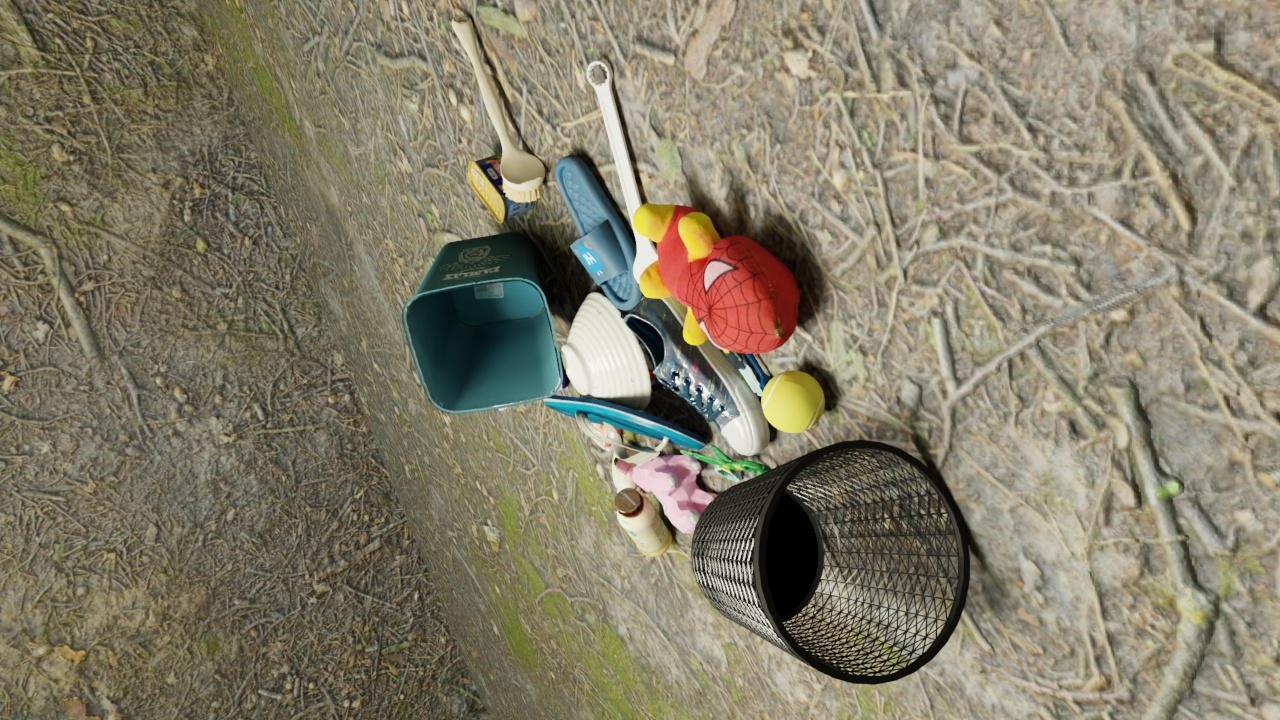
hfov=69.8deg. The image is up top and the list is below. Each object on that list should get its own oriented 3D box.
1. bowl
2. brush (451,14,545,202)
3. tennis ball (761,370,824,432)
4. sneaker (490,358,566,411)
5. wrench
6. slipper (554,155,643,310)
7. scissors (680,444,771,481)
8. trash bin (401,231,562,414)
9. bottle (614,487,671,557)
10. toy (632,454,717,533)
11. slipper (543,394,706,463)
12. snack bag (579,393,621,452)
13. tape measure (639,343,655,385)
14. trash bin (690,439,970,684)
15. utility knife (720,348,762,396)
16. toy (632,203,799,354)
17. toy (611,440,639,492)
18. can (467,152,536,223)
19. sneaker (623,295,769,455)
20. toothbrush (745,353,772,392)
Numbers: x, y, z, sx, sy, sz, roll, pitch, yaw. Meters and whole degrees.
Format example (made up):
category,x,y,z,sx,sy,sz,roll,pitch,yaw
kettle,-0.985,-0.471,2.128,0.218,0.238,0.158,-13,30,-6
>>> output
category,x,y,z,sx,sy,sz,roll,pitch,yaw
bowl,-0.061,0.000,1.259,0.177,0.070,0.178,49,154,35
brush,-0.199,-0.346,1.261,0.077,0.061,0.272,-20,93,59
tennis ball,0.159,0.043,0.958,0.065,0.065,0.065,42,147,36
sneaker,-0.217,0.036,1.566,0.245,0.111,0.092,-16,100,63
wrench,-0.015,-0.213,1.078,0.047,0.009,0.273,-3,113,31
slipper,-0.062,-0.159,1.176,0.213,0.059,0.104,64,156,1
scissors,0.109,0.129,1.132,0.126,0.011,0.131,14,160,19
trash bin,-0.220,-0.069,1.332,0.218,0.196,0.199,-99,0,-59
bottle,0.002,0.240,1.370,0.056,0.056,0.162,43,168,34
toy,0.045,0.181,1.287,0.123,0.067,0.158,61,159,-2
slipper,-0.039,0.097,1.274,0.295,0.060,0.118,9,161,48
snack bag,-0.062,0.078,1.413,0.077,0.036,0.116,42,146,34
tape measure,-0.007,0.008,1.271,0.060,0.020,0.062,1,115,60
trash bin,0.170,0.201,0.946,0.217,0.216,0.244,62,160,1
utility knife,0.087,-0.040,1.064,0.203,0.020,0.029,56,155,10
toy,0.080,-0.083,0.950,0.216,0.098,0.148,39,153,41
toy,-0.022,0.166,1.389,0.087,0.050,0.112,-94,-8,-50
can,-0.200,-0.253,1.331,0.100,0.058,0.054,53,152,18
sneaker,0.061,0.021,1.096,0.235,0.079,0.088,56,152,13
toothbrush,0.102,-0.038,1.043,0.190,0.016,0.017,58,160,9
